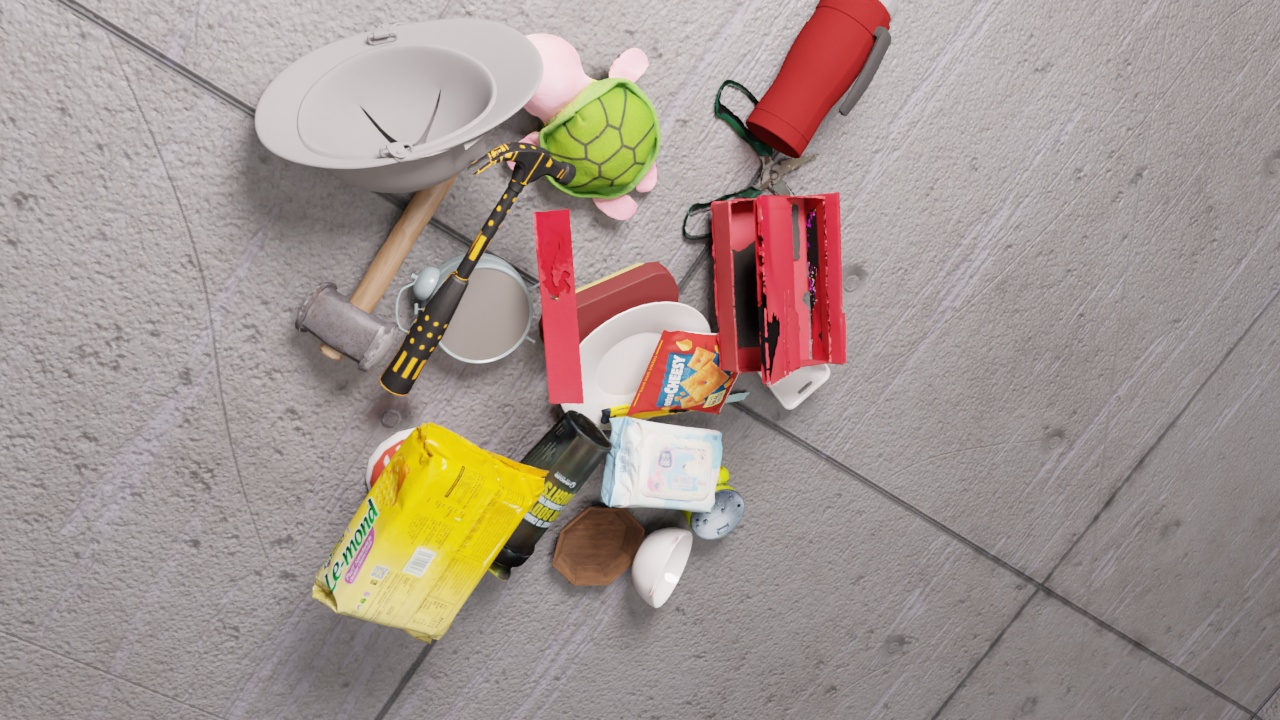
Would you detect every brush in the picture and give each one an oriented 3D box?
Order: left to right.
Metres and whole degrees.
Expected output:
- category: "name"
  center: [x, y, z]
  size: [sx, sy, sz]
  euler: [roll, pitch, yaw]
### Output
- category: "brush"
  center: [-0.040, -0.062, 1.097]
  size: [0.173, 0.042, 0.082]
  euler: [-24, 138, -11]

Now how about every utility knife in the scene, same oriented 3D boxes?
- category: "utility knife"
  center: [0.049, 0.058, 1.205]
  size: [0.224, 0.019, 0.031]
  euler: [-9, 144, -29]

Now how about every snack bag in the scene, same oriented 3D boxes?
- category: "snack bag"
  center: [-0.224, 0.190, 0.985]
  size: [0.159, 0.068, 0.247]
  euler: [29, 99, -30]
- category: "snack bag"
  center: [0.064, 0.017, 1.151]
  size: [0.143, 0.039, 0.131]
  euler: [2, 126, -32]

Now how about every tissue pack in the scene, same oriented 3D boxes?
- category: "tissue pack"
  center: [0.033, 0.136, 1.175]
  size: [0.181, 0.070, 0.112]
  euler: [11, 82, -38]

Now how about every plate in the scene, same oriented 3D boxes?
- category: "plate"
  center: [-0.060, 0.249, 1.252]
  size: [0.131, 0.025, 0.131]
  euler: [-9, 117, -19]
- category: "plate"
  center: [-0.007, 0.007, 1.140]
  size: [0.208, 0.015, 0.209]
  euler: [-19, 139, -17]

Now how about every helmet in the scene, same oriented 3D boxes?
- category: "helmet"
  center: [-0.222, -0.226, 0.898]
  size: [0.271, 0.183, 0.118]
  euler: [-13, 149, -4]

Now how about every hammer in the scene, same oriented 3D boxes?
- category: "hammer"
  center: [-0.243, -0.143, 0.970]
  size: [0.098, 0.052, 0.328]
  euler: [33, 92, -1]
- category: "hammer"
  center: [-0.188, -0.088, 0.950]
  size: [0.123, 0.036, 0.321]
  euler: [2, 131, -55]

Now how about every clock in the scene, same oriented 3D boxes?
- category: "clock"
  center: [-0.196, -0.058, 1.039]
  size: [0.159, 0.045, 0.123]
  euler: [-1, 113, -23]
- category: "clock"
  center: [0.094, 0.192, 1.273]
  size: [0.083, 0.057, 0.119]
  euler: [-26, 121, -9]

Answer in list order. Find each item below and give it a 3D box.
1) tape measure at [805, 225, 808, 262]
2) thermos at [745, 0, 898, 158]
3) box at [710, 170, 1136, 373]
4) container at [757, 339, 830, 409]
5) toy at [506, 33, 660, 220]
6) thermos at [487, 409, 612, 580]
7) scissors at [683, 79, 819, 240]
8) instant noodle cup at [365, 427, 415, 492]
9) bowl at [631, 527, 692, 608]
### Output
- category: "tape measure"
  center: [0.188, -0.151, 1.166]
  size: [0.061, 0.034, 0.061]
  euler: [-9, 121, -31]
- category: "thermos"
  center: [0.214, -0.331, 1.044]
  size: [0.084, 0.108, 0.198]
  euler: [28, 98, -51]
- category: "box"
  center: [0.322, -0.099, 1.072]
  size: [0.479, 0.170, 0.214]
  euler: [0, 98, 19]
- category: "container"
  center: [0.187, -0.005, 1.224]
  size: [0.081, 0.049, 0.129]
  euler: [-41, 122, -1]
- category: "toy"
  center: [-0.057, -0.252, 0.984]
  size: [0.190, 0.087, 0.238]
  euler: [-36, 129, 5]
- category: "thermos"
  center: [-0.132, 0.163, 1.133]
  size: [0.098, 0.098, 0.221]
  euler: [33, 104, -32]
- category: "scissors"
  center: [0.119, -0.222, 1.115]
  size: [0.204, 0.015, 0.201]
  euler: [-46, 120, 1]
- category: "instant noodle cup"
  center: [-0.250, 0.161, 1.073]
  size: [0.123, 0.121, 0.123]
  euler: [-9, 117, -19]
- category: "bowl"
  center: [0.024, 0.279, 1.270]
  size: [0.114, 0.051, 0.115]
  euler: [-51, 154, -38]
